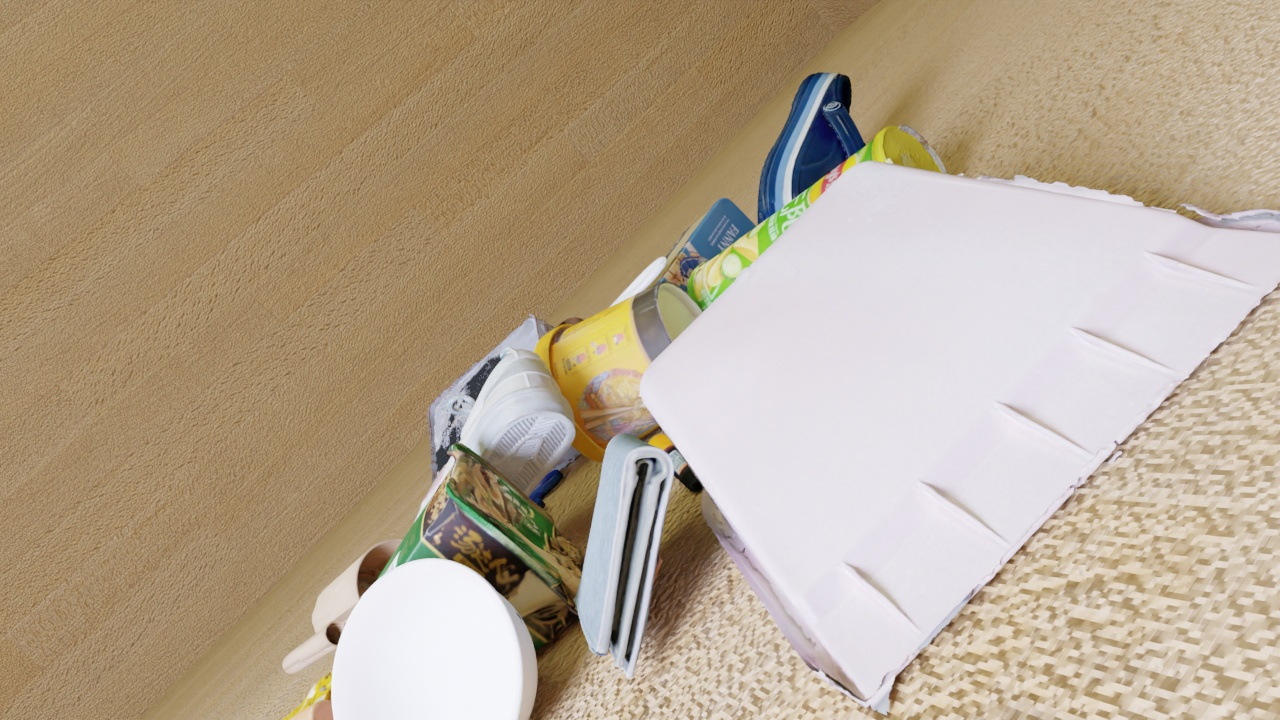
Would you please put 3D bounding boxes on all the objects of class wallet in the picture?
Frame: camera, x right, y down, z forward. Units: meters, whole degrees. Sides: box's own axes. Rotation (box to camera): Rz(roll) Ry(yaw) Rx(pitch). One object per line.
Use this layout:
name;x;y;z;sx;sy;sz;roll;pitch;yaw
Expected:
wallet;-0.007;0.092;0.463;0.130;0.037;0.106;164;116;-83

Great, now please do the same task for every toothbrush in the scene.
toothbrush;-0.038;-0.023;0.796;0.180;0.016;0.016;-46;41;16

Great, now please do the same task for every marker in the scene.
marker;0.025;0.068;0.613;0.018;0.015;0.124;-45;12;-4

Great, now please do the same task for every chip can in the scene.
chip can;0.126;-0.089;0.703;0.222;0.072;0.072;-34;13;45

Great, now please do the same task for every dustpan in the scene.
dustpan;0.125;0.020;0.428;0.222;0.139;0.273;-43;37;-2

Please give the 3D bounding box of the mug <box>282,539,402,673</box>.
mug;-0.249;0.226;0.813;0.104;0.084;0.124;-38;-2;40

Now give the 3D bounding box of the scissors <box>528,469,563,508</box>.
scissors;-0.137;0.164;0.866;0.171;0.012;0.141;-45;9;-1

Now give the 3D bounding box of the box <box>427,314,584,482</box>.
box;-0.097;0.067;0.961;0.181;0.156;0.226;-39;-31;22

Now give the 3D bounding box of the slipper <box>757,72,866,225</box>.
slipper;0.170;-0.172;0.846;0.095;0.105;0.252;6;50;20

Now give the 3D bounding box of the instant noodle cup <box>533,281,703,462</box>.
instant noodle cup;-0.004;0.004;0.724;0.115;0.118;0.118;-31;14;25

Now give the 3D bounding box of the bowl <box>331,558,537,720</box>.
bowl;-0.094;0.166;0.480;0.118;0.118;0.064;-41;-29;12

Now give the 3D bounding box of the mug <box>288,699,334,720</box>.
mug;-0.241;0.283;0.601;0.123;0.078;0.078;-38;10;1

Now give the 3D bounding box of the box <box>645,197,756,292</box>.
box;0.062;-0.073;0.839;0.059;0.090;0.183;-34;18;47

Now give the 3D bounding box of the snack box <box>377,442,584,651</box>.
snack box;-0.108;0.135;0.567;0.105;0.117;0.118;-47;11;0

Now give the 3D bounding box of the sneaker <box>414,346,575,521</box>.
sneaker;-0.127;0.092;0.700;0.243;0.089;0.090;-59;37;31

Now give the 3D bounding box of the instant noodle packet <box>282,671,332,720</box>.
instant noodle packet;-0.254;0.289;0.702;0.111;0.044;0.128;-49;6;4
